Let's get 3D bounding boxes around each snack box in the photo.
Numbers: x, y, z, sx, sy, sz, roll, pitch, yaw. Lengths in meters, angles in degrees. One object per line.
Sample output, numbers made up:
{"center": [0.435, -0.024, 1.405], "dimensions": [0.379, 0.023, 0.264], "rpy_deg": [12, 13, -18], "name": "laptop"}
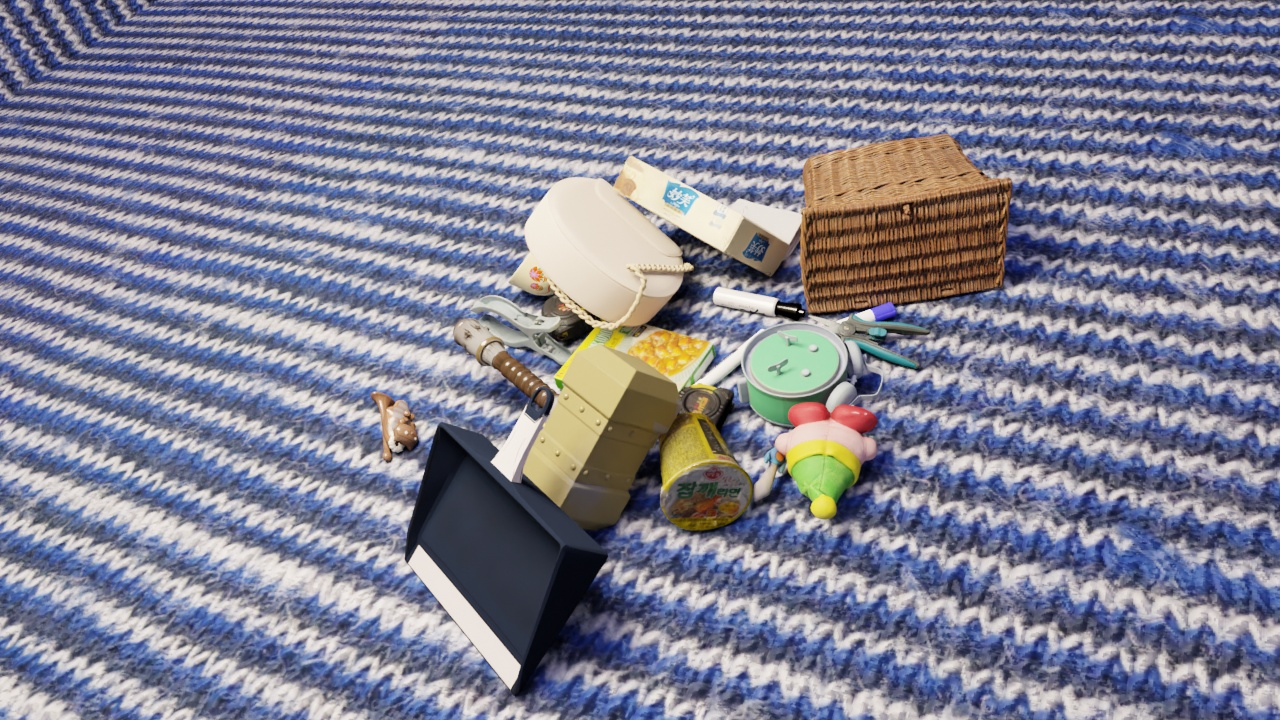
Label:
{"center": [0.083, -0.196, 1.253], "dimensions": [0.207, 0.153, 0.055], "rpy_deg": [35, 101, 31], "name": "snack box"}
{"center": [-0.007, 0.007, 1.178], "dimensions": [0.168, 0.027, 0.131], "rpy_deg": [16, 51, 29], "name": "snack box"}

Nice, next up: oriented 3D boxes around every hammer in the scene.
{"center": [-0.124, 0.032, 1.078], "dimensions": [0.325, 0.100, 0.190], "rpy_deg": [35, 100, 39], "name": "hammer"}

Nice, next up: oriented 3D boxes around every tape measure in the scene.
{"center": [0.071, 0.061, 1.097], "dimensions": [0.063, 0.038, 0.067], "rpy_deg": [19, 56, 20], "name": "tape measure"}
{"center": [-0.099, -0.060, 1.262], "dimensions": [0.071, 0.042, 0.072], "rpy_deg": [-28, 50, -12], "name": "tape measure"}

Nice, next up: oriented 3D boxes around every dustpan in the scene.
{"center": [-0.145, 0.153, 0.938], "dimensions": [0.236, 0.080, 0.273], "rpy_deg": [36, 95, 39], "name": "dustpan"}

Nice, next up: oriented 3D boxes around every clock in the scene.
{"center": [0.201, 0.015, 1.077], "dimensions": [0.162, 0.075, 0.121], "rpy_deg": [8, 48, 21], "name": "clock"}

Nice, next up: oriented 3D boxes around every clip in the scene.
{"center": [-0.159, -0.034, 1.251], "dimensions": [0.163, 0.108, 0.027], "rpy_deg": [17, 53, 35], "name": "clip"}

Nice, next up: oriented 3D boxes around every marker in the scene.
{"center": [0.112, 0.004, 1.156], "dimensions": [0.133, 0.017, 0.020], "rpy_deg": [-38, 12, -21], "name": "marker"}
{"center": [0.254, -0.041, 1.160], "dimensions": [0.141, 0.020, 0.020], "rpy_deg": [-20, 44, -4], "name": "marker"}
{"center": [0.157, -0.075, 1.216], "dimensions": [0.126, 0.025, 0.025], "rpy_deg": [14, 51, 27], "name": "marker"}

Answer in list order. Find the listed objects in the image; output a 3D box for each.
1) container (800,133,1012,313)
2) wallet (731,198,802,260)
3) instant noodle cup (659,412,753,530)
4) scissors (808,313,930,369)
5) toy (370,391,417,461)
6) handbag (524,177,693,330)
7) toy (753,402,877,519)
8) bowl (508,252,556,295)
{"center": [0.323, -0.188, 1.193], "dimensions": [0.250, 0.162, 0.182], "rpy_deg": [-8, 41, 6], "name": "container"}
{"center": [0.173, -0.184, 1.320], "dimensions": [0.116, 0.032, 0.086], "rpy_deg": [24, 67, 31], "name": "wallet"}
{"center": [0.061, 0.116, 1.009], "dimensions": [0.102, 0.102, 0.108], "rpy_deg": [-16, 35, 0], "name": "instant noodle cup"}
{"center": [0.285, -0.029, 1.129], "dimensions": [0.149, 0.019, 0.122], "rpy_deg": [-18, 58, 0], "name": "scissors"}
{"center": [-0.316, 0.079, 1.183], "dimensions": [0.055, 0.041, 0.101], "rpy_deg": [-30, 50, 16], "name": "toy"}
{"center": [-0.041, -0.150, 1.211], "dimensions": [0.210, 0.104, 0.208], "rpy_deg": [42, 32, -2], "name": "handbag"}
{"center": [0.189, 0.108, 0.984], "dimensions": [0.124, 0.097, 0.131], "rpy_deg": [8, 75, 11], "name": "toy"}
{"center": [-0.124, -0.136, 1.312], "dimensions": [0.074, 0.118, 0.117], "rpy_deg": [38, 54, -9], "name": "bowl"}
